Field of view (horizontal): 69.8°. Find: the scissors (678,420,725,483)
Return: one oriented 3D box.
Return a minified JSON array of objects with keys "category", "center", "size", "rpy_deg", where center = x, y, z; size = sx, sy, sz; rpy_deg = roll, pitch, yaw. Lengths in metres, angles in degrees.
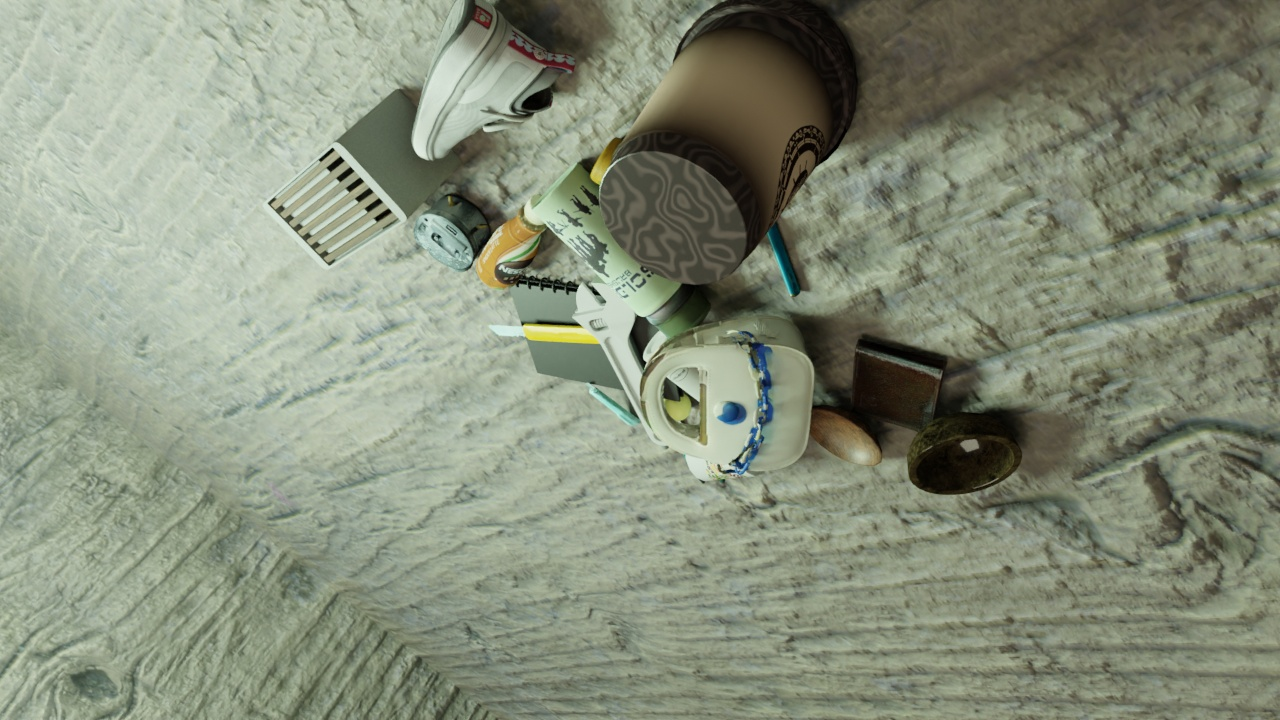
[{"category":"scissors","center":[0.078,0.128,1.320],"size":[0.148,0.019,0.132],"rpy_deg":[27,142,10]}]

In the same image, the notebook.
[{"category":"notebook","center":[-0.061,-0.032,1.222],"size":[0.232,0.019,0.169],"rpy_deg":[10,134,28]}]

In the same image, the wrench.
[{"category":"wrench","center":[-0.007,0.007,1.183],"size":[0.087,0.018,0.273],"rpy_deg":[-10,125,28]}]

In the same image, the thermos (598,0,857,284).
[{"category":"thermos","center":[0.073,-0.185,0.779],"size":[0.173,0.225,0.173],"rpy_deg":[20,143,16]}]

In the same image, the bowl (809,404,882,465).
[{"category":"bowl","center":[0.251,0.085,1.128],"size":[0.114,0.026,0.102],"rpy_deg":[45,156,-24]}]

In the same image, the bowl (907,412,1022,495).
[{"category":"bowl","center":[0.357,0.096,1.030],"size":[0.121,0.056,0.121],"rpy_deg":[-1,140,-1]}]

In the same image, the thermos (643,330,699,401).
[{"category":"thermos","center":[0.104,0.042,1.153],"size":[0.224,0.052,0.052],"rpy_deg":[37,144,-17]}]

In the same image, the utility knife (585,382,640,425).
[{"category":"utility knife","center":[-0.042,0.063,1.310],"size":[0.022,0.015,0.119],"rpy_deg":[1,151,42]}]

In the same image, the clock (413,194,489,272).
[{"category":"clock","center":[-0.249,-0.160,1.195],"size":[0.090,0.052,0.130],"rpy_deg":[40,143,-10]}]

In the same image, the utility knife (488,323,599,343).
[{"category":"utility knife","center":[-0.121,-0.038,1.228],"size":[0.207,0.018,0.030],"rpy_deg":[2,125,28]}]

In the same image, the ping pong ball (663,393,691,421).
[{"category":"ping pong ball","center":[0.049,0.062,1.244],"size":[0.040,0.040,0.040],"rpy_deg":[20,143,16]}]

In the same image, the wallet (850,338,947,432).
[{"category":"wallet","center":[0.289,0.032,1.042],"size":[0.099,0.031,0.120],"rpy_deg":[18,144,22]}]

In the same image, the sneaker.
[{"category":"sneaker","center":[-0.166,-0.280,0.975],"size":[0.128,0.096,0.264],"rpy_deg":[18,159,-21]}]

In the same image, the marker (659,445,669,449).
[{"category":"marker","center":[0.017,0.077,1.306],"size":[0.016,0.016,0.141],"rpy_deg":[7,137,31]}]

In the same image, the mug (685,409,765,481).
[{"category":"mug","center":[0.113,0.107,1.232],"size":[0.090,0.073,0.105],"rpy_deg":[-13,99,45]}]

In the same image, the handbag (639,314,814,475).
[{"category":"handbag","center":[0.099,0.045,1.064],"size":[0.199,0.092,0.201],"rpy_deg":[-4,124,2]}]

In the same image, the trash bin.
[{"category":"trash bin","center":[-0.352,-0.220,1.149],"size":[0.229,0.114,0.114],"rpy_deg":[-16,123,46]}]

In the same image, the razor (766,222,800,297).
[{"category":"razor","center":[0.145,-0.124,0.975],"size":[0.042,0.022,0.144],"rpy_deg":[-23,130,7]}]

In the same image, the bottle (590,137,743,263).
[{"category":"bottle","center":[0.037,-0.165,0.977],"size":[0.186,0.053,0.053],"rpy_deg":[33,144,-2]}]

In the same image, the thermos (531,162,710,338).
[{"category":"thermos","center":[-0.018,-0.118,1.056],"size":[0.231,0.082,0.083],"rpy_deg":[43,143,-15]}]

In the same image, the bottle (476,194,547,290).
[{"category":"bottle","center":[-0.151,-0.148,1.132],"size":[0.059,0.059,0.168],"rpy_deg":[38,143,-8]}]
